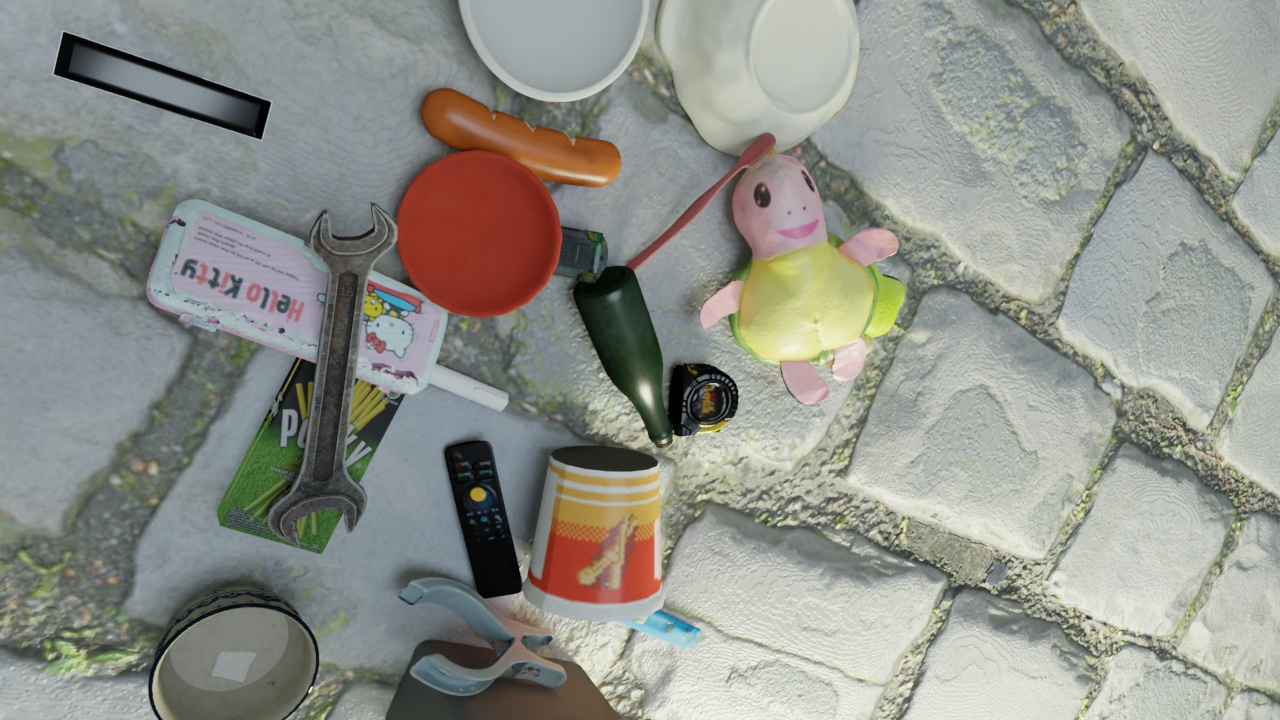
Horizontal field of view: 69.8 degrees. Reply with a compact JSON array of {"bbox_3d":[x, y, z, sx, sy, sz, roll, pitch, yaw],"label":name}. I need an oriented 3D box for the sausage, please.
[{"bbox_3d":[-0.088,-0.165,0.701,0.164,0.039,0.044,11,75,-32],"label":"sausage"}]

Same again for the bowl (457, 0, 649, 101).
[{"bbox_3d":[-0.068,-0.269,0.675,0.149,0.043,0.150,-10,111,-27],"label":"bowl"}]

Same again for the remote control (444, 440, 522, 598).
[{"bbox_3d":[-0.133,0.137,0.789,0.041,0.020,0.152,-9,113,-1],"label":"remote control"}]

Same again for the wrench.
[{"bbox_3d":[-0.215,0.019,0.641,0.070,0.010,0.274,3,117,-26],"label":"wrench"}]

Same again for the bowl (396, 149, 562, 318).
[{"bbox_3d":[-0.118,-0.095,0.689,0.122,0.035,0.122,0,101,0],"label":"bowl"}]

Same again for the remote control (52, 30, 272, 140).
[{"bbox_3d":[-0.304,-0.175,0.591,0.124,0.012,0.028,14,99,-33],"label":"remote control"}]

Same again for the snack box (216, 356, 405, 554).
[{"bbox_3d":[-0.248,0.067,0.698,0.080,0.025,0.147,27,92,-34],"label":"snack box"}]

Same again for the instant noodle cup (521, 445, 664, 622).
[{"bbox_3d":[-0.036,0.143,0.795,0.123,0.123,0.121,1,98,-30],"label":"instant noodle cup"}]

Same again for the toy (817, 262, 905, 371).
[{"bbox_3d":[0.211,-0.042,0.912,0.092,0.046,0.115,25,100,-33],"label":"toy"}]

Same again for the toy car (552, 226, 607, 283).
[{"bbox_3d":[-0.069,-0.088,0.738,0.091,0.036,0.042,6,98,-24],"label":"toy car"}]

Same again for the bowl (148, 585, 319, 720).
[{"bbox_3d":[-0.309,0.222,0.696,0.115,0.059,0.116,-10,111,-27],"label":"bowl"}]

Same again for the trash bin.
[{"bbox_3d":[-0.089,0.342,0.766,0.191,0.220,0.097,22,95,-33],"label":"trash bin"}]

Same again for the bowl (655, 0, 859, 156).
[{"bbox_3d":[0.120,-0.264,0.775,0.219,0.060,0.188,7,104,-32],"label":"bowl"}]

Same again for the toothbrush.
[{"bbox_3d":[0.045,-0.127,0.786,0.184,0.015,0.015,-42,154,5],"label":"toothbrush"}]

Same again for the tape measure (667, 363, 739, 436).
[{"bbox_3d":[0.058,0.034,0.856,0.062,0.038,0.067,-2,104,-21],"label":"tape measure"}]

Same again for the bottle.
[{"bbox_3d":[-0.005,0.005,0.799,0.055,0.055,0.174,-31,121,-18],"label":"bottle"}]

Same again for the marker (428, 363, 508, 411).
[{"bbox_3d":[-0.163,0.011,0.731,0.133,0.020,0.017,26,79,-34],"label":"marker"}]

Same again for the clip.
[{"bbox_3d":[-0.142,0.221,0.796,0.029,0.143,0.172,-43,142,17],"label":"clip"}]

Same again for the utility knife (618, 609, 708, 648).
[{"bbox_3d":[0.012,0.260,0.920,0.158,0.015,0.031,32,94,-35],"label":"utility knife"}]

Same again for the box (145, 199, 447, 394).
[{"bbox_3d":[-0.233,-0.038,0.643,0.202,0.045,0.086,25,66,-33],"label":"box"}]

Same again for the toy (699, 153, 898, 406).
[{"bbox_3d":[0.143,-0.069,0.838,0.190,0.087,0.238,-22,114,3],"label":"toy"}]
